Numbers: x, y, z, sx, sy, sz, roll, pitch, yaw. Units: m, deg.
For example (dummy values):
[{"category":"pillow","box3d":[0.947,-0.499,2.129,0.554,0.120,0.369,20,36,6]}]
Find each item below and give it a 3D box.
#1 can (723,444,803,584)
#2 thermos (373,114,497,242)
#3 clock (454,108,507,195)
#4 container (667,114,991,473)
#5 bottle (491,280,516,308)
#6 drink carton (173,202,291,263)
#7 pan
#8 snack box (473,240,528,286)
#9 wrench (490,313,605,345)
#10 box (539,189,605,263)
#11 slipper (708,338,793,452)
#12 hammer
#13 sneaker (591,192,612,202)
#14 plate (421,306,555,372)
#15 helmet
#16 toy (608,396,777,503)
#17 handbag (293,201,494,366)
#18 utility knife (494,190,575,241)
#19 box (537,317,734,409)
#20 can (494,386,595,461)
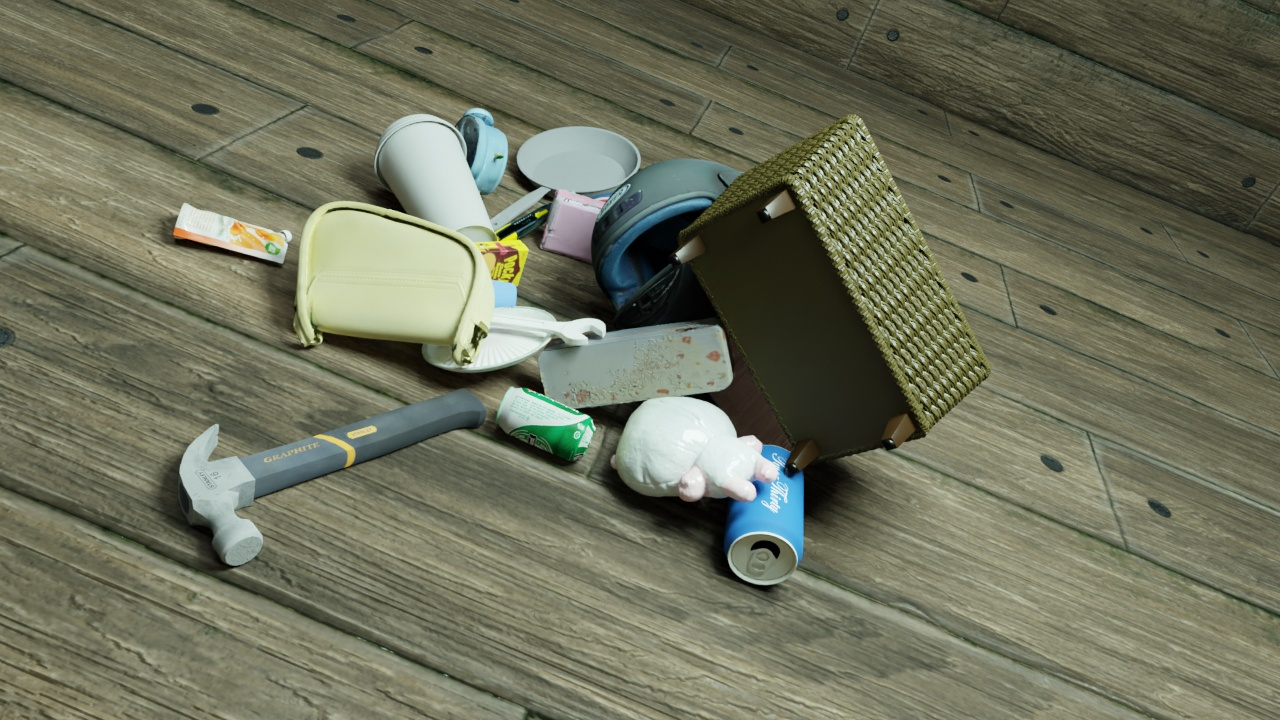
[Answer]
[{"category":"can","box3d":[0.131,0.158,0.963,0.079,0.079,0.145,21,33,-3]},{"category":"thermos","box3d":[-0.272,-0.223,1.245,0.131,0.132,0.221,-5,49,-35]},{"category":"clock","box3d":[-0.255,-0.316,1.386,0.060,0.118,0.162,11,39,-36]},{"category":"container","box3d":[0.190,-0.054,0.963,0.204,0.177,0.321,-38,101,-45]},{"category":"bottle","box3d":[-0.221,-0.081,1.128,0.131,0.048,0.048,8,35,-21]},{"category":"drink carton","box3d":[-0.483,-0.150,1.093,0.122,0.039,0.069,15,34,-22]},{"category":"pan","box3d":[-0.137,-0.278,1.452,0.201,0.051,0.355,21,47,19]},{"category":"snack box","box3d":[-0.217,-0.120,1.174,0.148,0.061,0.025,-10,45,-39]},{"category":"wrench","box3d":[-0.168,-0.047,1.052,0.274,0.009,0.047,8,34,20]},{"category":"box","box3d":[-0.024,-0.174,1.340,0.232,0.098,0.037,16,29,-12]},{"category":"slipper","box3d":[0.151,0.054,1.133,0.081,0.093,0.197,17,25,-48]},{"category":"hammer","box3d":[-0.275,0.085,0.873,0.139,0.035,0.311,40,36,28]},{"category":"sneaker","box3d":[0.005,-0.258,1.480,0.241,0.117,0.091,-4,69,-40]},{"category":"plate","box3d":[-0.172,-0.023,1.052,0.157,0.014,0.156,-7,27,4]},{"category":"helmet","box3d":[0.050,-0.135,1.174,0.236,0.250,0.315,55,34,7]},{"category":"toy","box3d":[0.059,0.099,0.961,0.180,0.101,0.138,22,38,39]},{"category":"handbag","box3d":[-0.272,-0.081,1.029,0.233,0.089,0.190,7,59,7]},{"category":"utility knife","box3d":[-0.157,-0.204,1.332,0.029,0.020,0.212,33,46,16]},{"category":"box","box3d":[-0.005,0.004,1.023,0.216,0.081,0.062,-8,25,17]},{"category":"can","box3d":[-0.101,0.068,0.980,0.101,0.053,0.053,24,33,2]}]
